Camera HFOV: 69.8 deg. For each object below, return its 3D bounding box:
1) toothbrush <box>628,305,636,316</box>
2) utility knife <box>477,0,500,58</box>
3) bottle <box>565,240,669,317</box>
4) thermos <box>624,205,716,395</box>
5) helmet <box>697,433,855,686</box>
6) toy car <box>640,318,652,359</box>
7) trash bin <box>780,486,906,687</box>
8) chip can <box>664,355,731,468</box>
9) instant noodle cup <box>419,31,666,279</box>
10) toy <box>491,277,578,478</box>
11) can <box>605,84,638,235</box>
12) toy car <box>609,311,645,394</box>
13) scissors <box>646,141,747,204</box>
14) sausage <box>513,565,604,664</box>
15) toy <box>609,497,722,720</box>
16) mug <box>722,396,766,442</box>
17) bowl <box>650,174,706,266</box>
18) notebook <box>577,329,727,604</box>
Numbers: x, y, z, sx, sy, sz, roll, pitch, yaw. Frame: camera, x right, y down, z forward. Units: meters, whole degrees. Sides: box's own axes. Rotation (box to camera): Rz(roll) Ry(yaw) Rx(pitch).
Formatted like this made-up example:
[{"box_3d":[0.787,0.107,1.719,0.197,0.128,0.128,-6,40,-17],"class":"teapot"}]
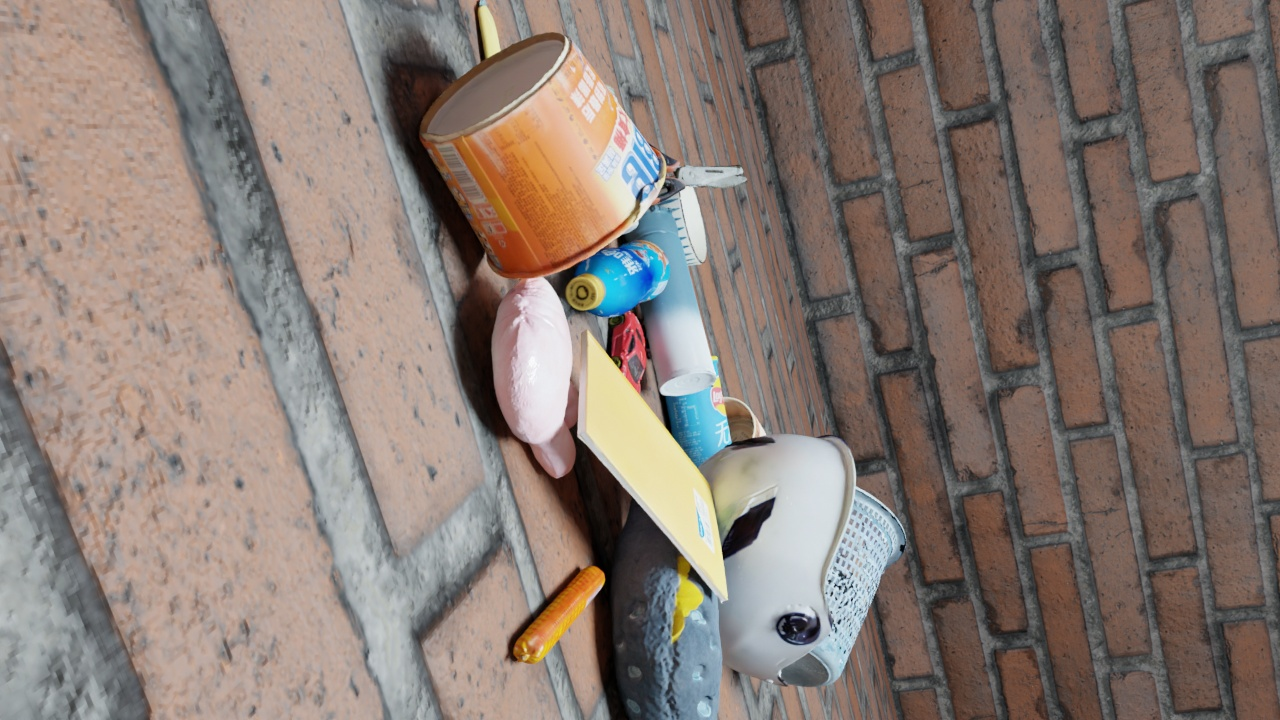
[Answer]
[{"box_3d":[-0.006,0.006,0.972,0.012,0.017,0.185,18,53,-29],"class":"toothbrush"},{"box_3d":[-0.117,-0.233,0.766,0.031,0.018,0.162,34,48,-73],"class":"utility knife"},{"box_3d":[-0.025,-0.077,0.884,0.218,0.065,0.065,-37,114,-71],"class":"bottle"},{"box_3d":[0.029,-0.071,1.019,0.070,0.070,0.220,43,31,-63],"class":"thermos"},{"box_3d":[0.100,0.179,0.907,0.228,0.146,0.259,-83,-172,-51],"class":"helmet"},{"box_3d":[0.031,-0.026,1.092,0.122,0.037,0.056,2,70,-61],"class":"toy car"},{"box_3d":[0.188,0.272,1.110,0.194,0.227,0.227,-64,143,-35],"class":"trash bin"},{"box_3d":[0.075,0.103,1.078,0.071,0.071,0.210,1,78,-73],"class":"chip can"},{"box_3d":[-0.073,-0.146,0.639,0.111,0.152,0.151,55,26,-35],"class":"instant noodle cup"},{"box_3d":[-0.073,0.016,0.671,0.160,0.054,0.121,77,12,-46],"class":"toy"},{"box_3d":[-0.042,-0.200,0.924,0.058,0.058,0.146,19,61,-71],"class":"can"},{"box_3d":[-0.013,-0.002,0.932,0.049,0.031,0.106,61,25,-42],"class":"toy car"},{"box_3d":[0.043,-0.233,1.099,0.193,0.015,0.205,42,51,-12],"class":"scissors"},{"box_3d":[-0.056,0.181,0.664,0.165,0.021,0.021,-24,101,-74],"class":"sausage"},{"box_3d":[0.023,0.227,0.782,0.138,0.091,0.355,65,19,-70],"class":"toy"},{"box_3d":[0.126,0.116,1.218,0.106,0.082,0.114,44,31,-65],"class":"mug"},{"box_3d":[0.037,-0.173,1.159,0.116,0.066,0.116,-10,90,-73],"class":"bowl"},{"box_3d":[0.011,0.084,0.753,0.206,0.010,0.145,52,17,-29],"class":"notebook"}]
